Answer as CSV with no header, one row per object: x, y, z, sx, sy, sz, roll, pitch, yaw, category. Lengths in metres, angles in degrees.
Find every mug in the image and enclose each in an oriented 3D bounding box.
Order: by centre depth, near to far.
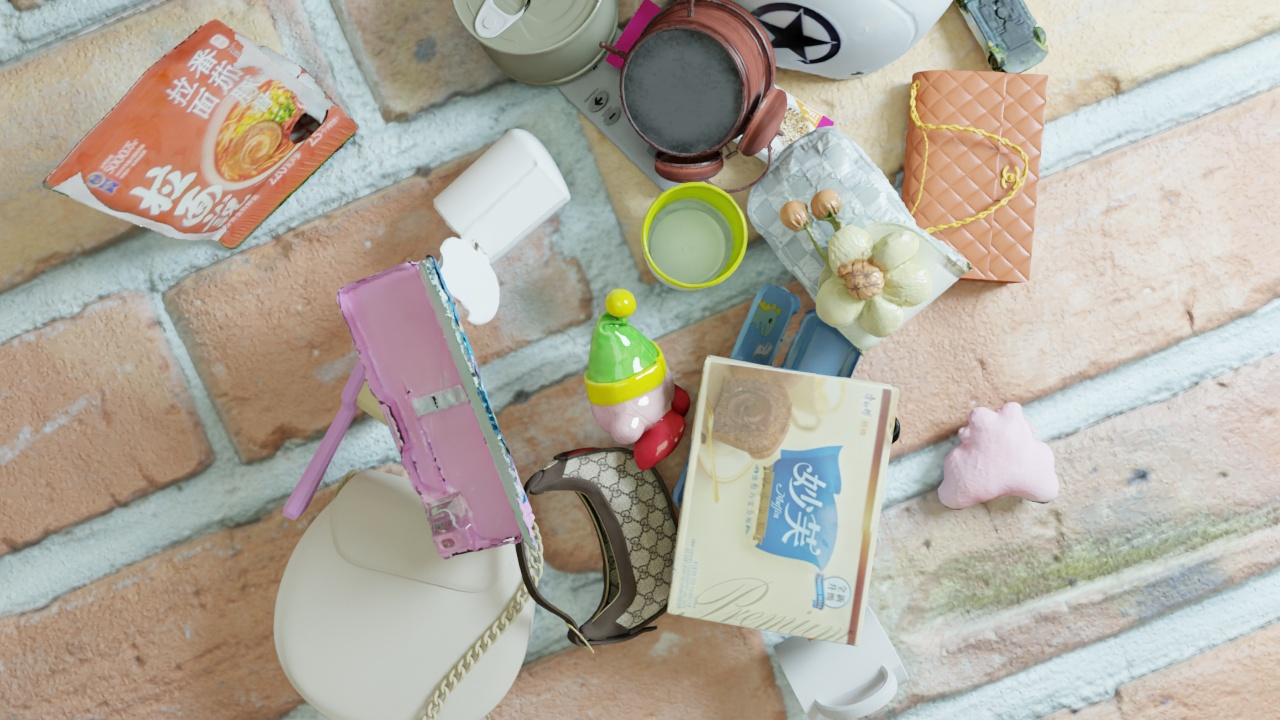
0.042,-0.098,0.760,0.082,0.106,0.082,0,92,0,mug
0.173,0.265,0.778,0.089,0.105,0.073,-28,105,2,mug

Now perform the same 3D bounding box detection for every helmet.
0.142,-0.362,0.720,0.264,0.163,0.236,27,91,0,helmet

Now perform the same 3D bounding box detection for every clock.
0.050,-0.207,0.725,0.121,0.072,0.158,-23,109,31,clock

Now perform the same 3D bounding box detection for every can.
-0.084,-0.300,0.757,0.128,0.073,0.127,-1,85,8,can

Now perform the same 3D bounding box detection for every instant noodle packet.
-0.335,-0.176,0.703,0.164,0.221,0.084,-42,90,2,instant noodle packet

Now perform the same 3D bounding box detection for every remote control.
-0.004,-0.222,0.798,0.151,0.019,0.074,44,92,-1,remote control

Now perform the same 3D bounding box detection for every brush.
-0.227,0.038,0.774,0.043,0.089,0.228,28,89,-6,brush

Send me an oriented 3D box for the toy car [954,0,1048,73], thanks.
0.304,-0.291,0.784,0.048,0.033,0.105,-26,85,-2,toy car

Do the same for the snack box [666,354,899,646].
0.111,0.109,0.733,0.153,0.055,0.207,8,92,5,snack box

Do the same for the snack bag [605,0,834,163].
0.070,-0.230,0.786,0.196,0.016,0.070,32,80,-6,snack bag

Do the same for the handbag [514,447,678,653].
-0.037,0.157,0.769,0.138,0.063,0.166,-19,94,-28,handbag

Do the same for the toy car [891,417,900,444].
0.182,0.092,0.791,0.055,0.056,0.153,21,87,18,toy car

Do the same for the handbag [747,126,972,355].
0.160,-0.100,0.730,0.113,0.123,0.171,-42,81,23,handbag

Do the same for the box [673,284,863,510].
0.108,0.045,0.798,0.120,0.049,0.209,22,93,-14,box

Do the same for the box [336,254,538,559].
-0.134,0.035,0.683,0.066,0.159,0.230,-27,101,-42,box

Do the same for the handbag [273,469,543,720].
-0.196,0.210,0.780,0.210,0.103,0.208,14,89,-2,handbag

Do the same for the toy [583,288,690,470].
-0.004,0.004,0.760,0.097,0.123,0.131,-33,108,31,toy

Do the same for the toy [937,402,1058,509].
0.307,0.084,0.794,0.102,0.050,0.093,-9,96,4,toy

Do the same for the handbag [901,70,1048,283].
0.279,-0.156,0.781,0.109,0.060,0.172,4,93,4,handbag

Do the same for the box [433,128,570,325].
-0.115,-0.112,0.750,0.137,0.143,0.083,-40,134,4,box
